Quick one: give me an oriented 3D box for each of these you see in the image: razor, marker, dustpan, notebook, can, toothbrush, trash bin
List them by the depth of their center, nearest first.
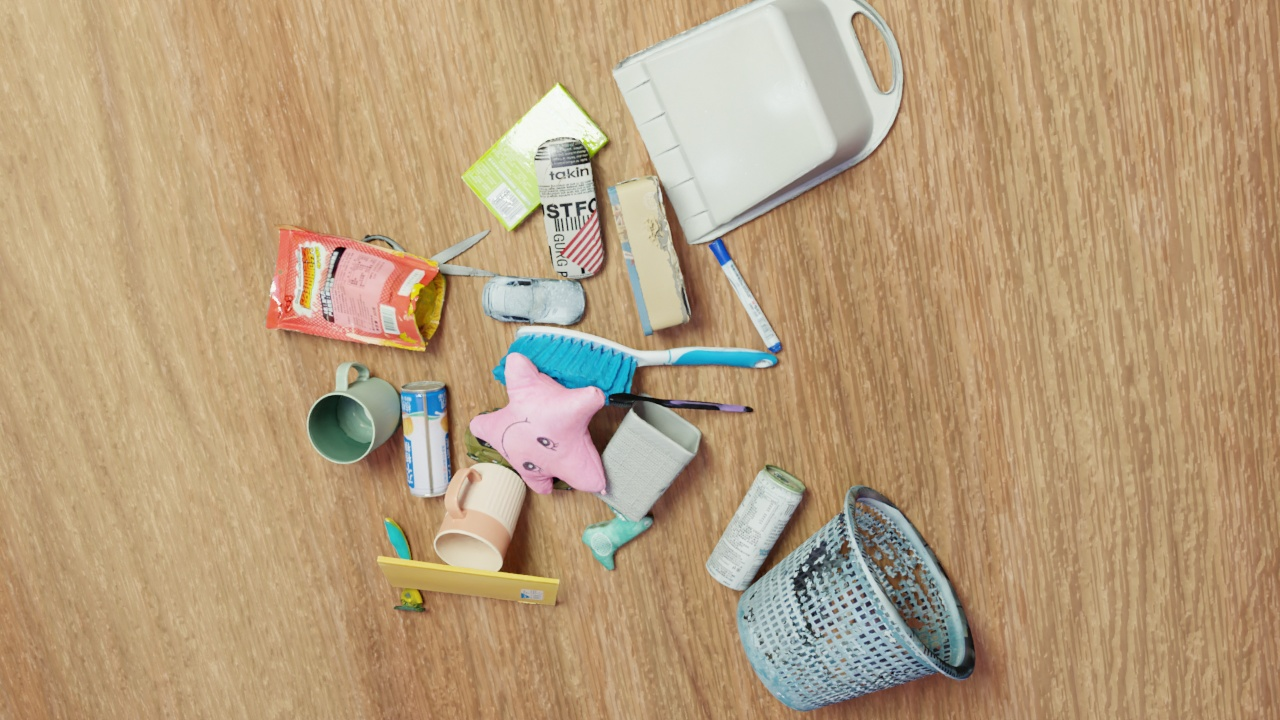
[{"bbox_3d":[0.144,-0.285,1.011,0.258,0.142,0.223,-18,100,40],"label":"dustpan"},{"bbox_3d":[0.225,0.284,1.028,0.195,0.226,0.226,-37,95,24],"label":"trash bin"},{"bbox_3d":[0.048,0.052,1.046,0.188,0.014,0.017,6,133,-26],"label":"toothbrush"},{"bbox_3d":[0.121,-0.073,1.053,0.017,0.017,0.146,-30,97,12],"label":"marker"},{"bbox_3d":[0.136,0.198,1.086,0.058,0.058,0.147,28,103,1],"label":"can"},{"bbox_3d":[-0.201,0.265,1.093,0.206,0.146,0.010,8,65,-3],"label":"notebook"},{"bbox_3d":[-0.260,0.095,1.115,0.053,0.053,0.134,0,102,7],"label":"can"},{"bbox_3d":[-0.304,0.258,1.167,0.043,0.028,0.132,-2,107,30],"label":"razor"}]

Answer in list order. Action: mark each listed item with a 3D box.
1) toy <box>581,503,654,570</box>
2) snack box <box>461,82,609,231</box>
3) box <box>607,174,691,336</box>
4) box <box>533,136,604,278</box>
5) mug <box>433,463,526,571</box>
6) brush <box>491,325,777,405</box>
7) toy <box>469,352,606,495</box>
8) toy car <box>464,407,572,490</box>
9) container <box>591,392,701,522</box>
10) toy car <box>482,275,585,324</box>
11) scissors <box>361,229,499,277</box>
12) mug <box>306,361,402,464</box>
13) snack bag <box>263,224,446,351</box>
[{"bbox_3d":[-0.031,0.202,1.120,0.092,0.030,0.096,-33,109,9],"label":"toy"},{"bbox_3d":[-0.120,-0.230,1.045,0.156,0.026,0.086,-41,95,13],"label":"snack box"},{"bbox_3d":[0.012,-0.112,1.022,0.060,0.089,0.184,-12,98,3],"label":"box"},{"bbox_3d":[-0.079,-0.166,1.026,0.070,0.055,0.164,-18,119,-14],"label":"box"},{"bbox_3d":[-0.192,0.175,1.077,0.082,0.105,0.115,-6,132,21],"label":"mug"},{"bbox_3d":[-0.006,0.006,1.056,0.315,0.109,0.061,11,140,10],"label":"brush"},{"bbox_3d":[-0.098,0.081,1.021,0.178,0.074,0.195,41,132,2],"label":"toy"},{"bbox_3d":[-0.136,0.109,1.111,0.158,0.042,0.070,18,103,0],"label":"toy car"},{"bbox_3d":[0.001,0.115,1.072,0.090,0.090,0.114,35,107,0],"label":"container"},{"bbox_3d":[-0.125,-0.070,1.075,0.121,0.036,0.054,3,101,4],"label":"toy car"},{"bbox_3d":[-0.260,-0.111,1.096,0.159,0.014,0.178,37,102,-3],"label":"scissors"},{"bbox_3d":[-0.336,0.054,1.089,0.082,0.106,0.112,-3,101,8],"label":"mug"},{"bbox_3d":[-0.339,-0.082,1.073,0.208,0.073,0.128,11,99,10],"label":"snack bag"}]
